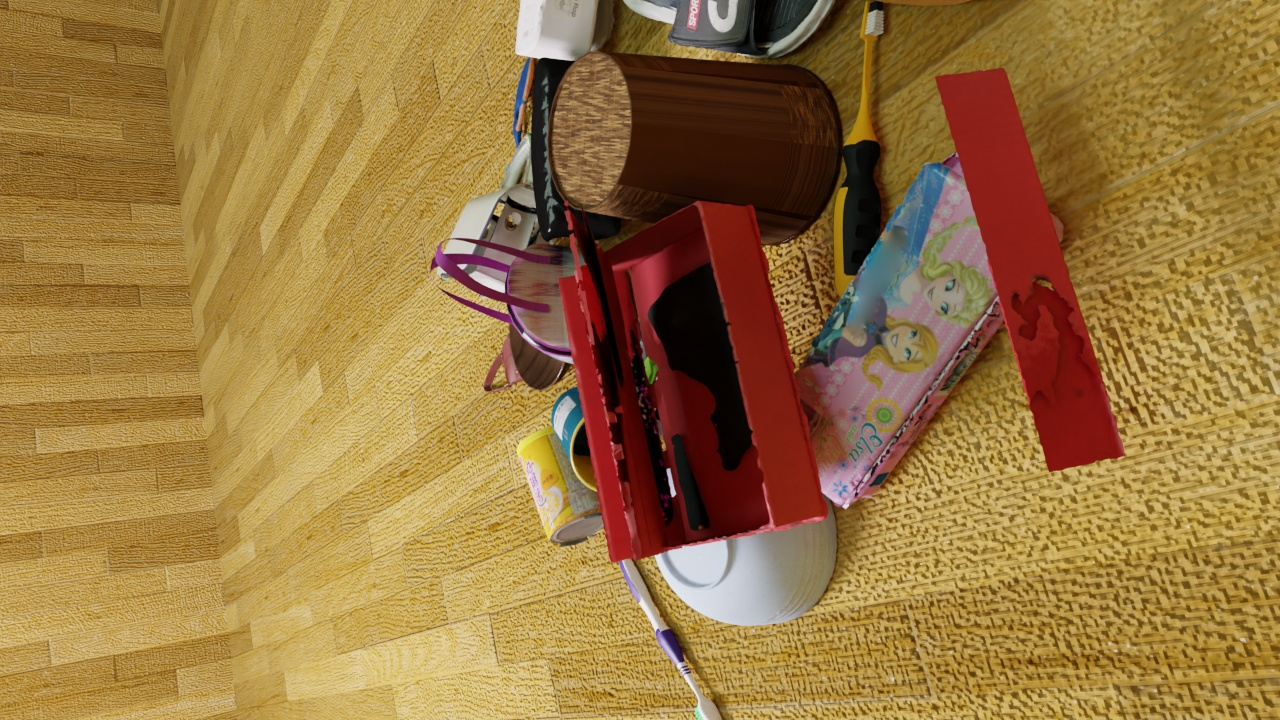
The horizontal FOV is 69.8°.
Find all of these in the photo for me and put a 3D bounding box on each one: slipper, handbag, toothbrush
[{"bbox_3d":[0.048,-0.298,0.699,0.264,0.063,0.111,42,125,47],"label":"slipper"},{"bbox_3d":[-0.131,-0.150,0.942,0.151,0.074,0.176,7,73,65],"label":"handbag"},{"bbox_3d":[-0.130,-0.256,0.981,0.021,0.017,0.135,32,118,50],"label":"toothbrush"},{"bbox_3d":[-0.102,-0.062,0.814,0.068,0.170,0.144,-56,26,38],"label":"handbag"},{"bbox_3d":[-0.043,-0.184,0.832,0.125,0.114,0.153,-179,84,-77],"label":"handbag"},{"bbox_3d":[0.145,-0.137,0.603,0.031,0.031,0.196,-172,85,-67],"label":"toothbrush"},{"bbox_3d":[0.023,0.245,0.806,0.186,0.015,0.016,56,139,36],"label":"toothbrush"}]

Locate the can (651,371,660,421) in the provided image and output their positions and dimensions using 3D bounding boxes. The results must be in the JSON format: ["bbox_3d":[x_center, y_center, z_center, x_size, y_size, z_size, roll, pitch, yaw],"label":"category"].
[{"bbox_3d":[0.030,0.012,0.766,0.031,0.031,0.081,50,130,40],"label":"can"}]

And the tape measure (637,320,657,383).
[{"bbox_3d":[-0.005,0.005,0.810,0.066,0.035,0.058,-47,57,44],"label":"tape measure"}]

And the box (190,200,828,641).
[{"bbox_3d":[-0.097,0.048,0.635,0.426,0.128,0.212,-14,80,15],"label":"box"}]

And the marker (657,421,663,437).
[{"bbox_3d":[0.044,0.076,0.765,0.133,0.017,0.020,39,159,46],"label":"marker"}]

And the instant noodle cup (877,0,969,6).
[{"bbox_3d":[0.150,-0.282,0.518,0.123,0.123,0.121,25,104,51],"label":"instant noodle cup"}]

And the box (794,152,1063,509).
[{"bbox_3d":[0.155,-0.011,0.568,0.084,0.063,0.231,56,133,37],"label":"box"}]

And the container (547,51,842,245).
[{"bbox_3d":[0.033,-0.149,0.636,0.132,0.167,0.132,5,96,54],"label":"container"}]

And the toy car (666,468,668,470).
[{"bbox_3d":[0.009,0.123,0.805,0.108,0.027,0.060,-27,71,49],"label":"toy car"}]

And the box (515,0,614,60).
[{"bbox_3d":[-0.056,-0.332,0.860,0.102,0.101,0.108,-147,66,-68],"label":"box"}]

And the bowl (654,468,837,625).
[{"bbox_3d":[0.060,0.127,0.675,0.151,0.074,0.150,4,96,43],"label":"bowl"}]
